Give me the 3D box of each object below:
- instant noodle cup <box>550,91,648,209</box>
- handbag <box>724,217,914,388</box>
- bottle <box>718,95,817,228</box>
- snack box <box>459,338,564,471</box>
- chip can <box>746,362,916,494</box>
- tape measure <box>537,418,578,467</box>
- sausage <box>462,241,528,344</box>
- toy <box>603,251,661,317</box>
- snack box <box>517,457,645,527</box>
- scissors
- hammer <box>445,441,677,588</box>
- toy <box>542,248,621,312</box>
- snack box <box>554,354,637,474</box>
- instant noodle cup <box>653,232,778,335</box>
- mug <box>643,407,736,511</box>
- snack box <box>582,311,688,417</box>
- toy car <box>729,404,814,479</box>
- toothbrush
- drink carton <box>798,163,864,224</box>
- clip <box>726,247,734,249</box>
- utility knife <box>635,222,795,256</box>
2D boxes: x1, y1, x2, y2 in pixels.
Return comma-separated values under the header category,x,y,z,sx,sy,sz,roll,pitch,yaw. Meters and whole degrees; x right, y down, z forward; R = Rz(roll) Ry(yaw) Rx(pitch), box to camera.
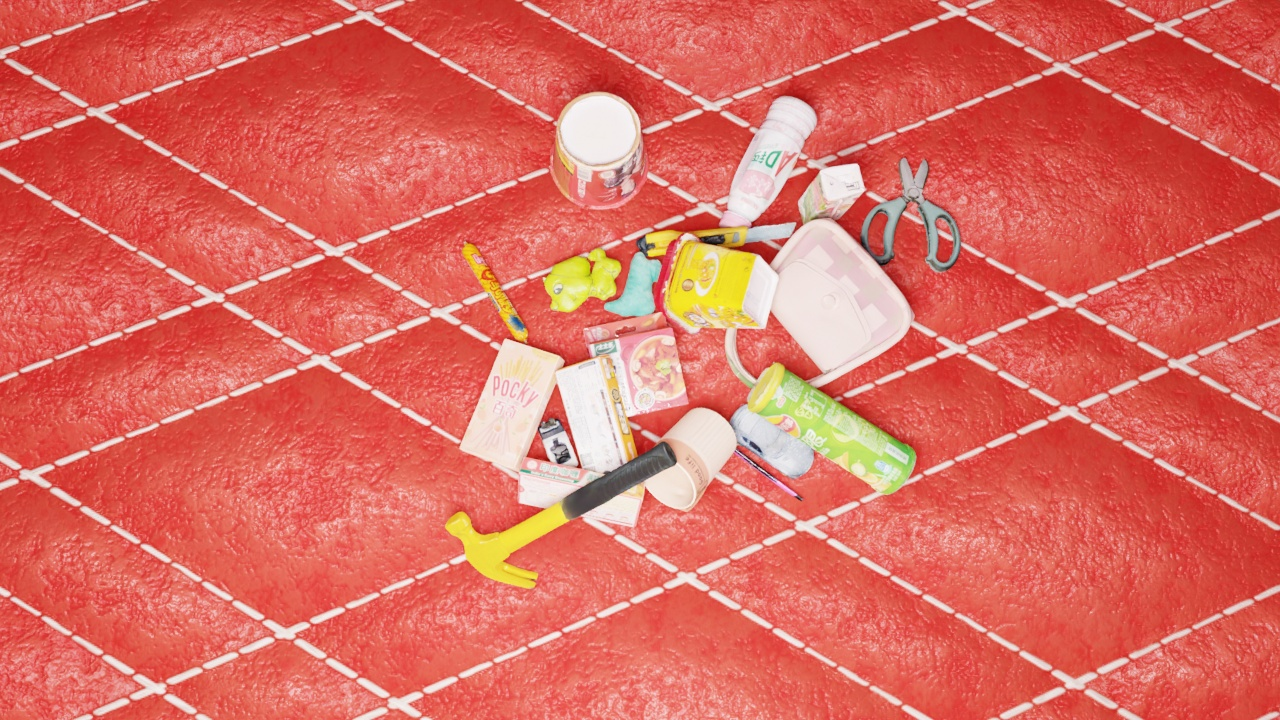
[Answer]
category,x,y,z,sx,sy,sz,roll,pitch,yaw
instant noodle cup,-0.053,-0.282,1.219,0.138,0.109,0.137,0,80,-2
handbag,0.218,-0.053,1.208,0.234,0.093,0.193,-40,83,3
bottle,0.168,-0.260,1.245,0.068,0.068,0.197,29,84,4
snack box,-0.165,0.057,1.185,0.084,0.026,0.157,17,79,19
chip can,0.244,0.088,1.162,0.221,0.073,0.072,32,80,-5
tape measure,-0.106,0.110,1.168,0.033,0.066,0.066,-23,79,-6
sausage,-0.194,-0.091,1.225,0.021,0.021,0.165,-32,82,-7
toy,0.006,-0.099,1.228,0.096,0.030,0.092,12,83,-2
snack box,-0.075,0.167,1.152,0.156,0.077,0.027,12,52,0
scissors,0.358,-0.197,1.261,0.171,0.019,0.177,-14,82,-3
hammer,-0.088,0.180,1.109,0.301,0.032,0.129,-31,107,18
toy,-0.079,-0.108,1.224,0.100,0.031,0.096,10,75,9
snack box,-0.054,0.075,1.155,0.075,0.026,0.153,-17,87,33
instant noodle cup,0.099,-0.093,1.169,0.124,0.116,0.116,10,77,34
mug,0.063,0.132,1.152,0.082,0.115,0.105,15,41,32
snack box,-0.007,0.007,1.192,0.113,0.044,0.127,-13,89,-3
toy car,0.170,0.105,1.193,0.120,0.037,0.054,35,80,1
toothbrush,0.136,0.125,1.199,0.189,0.014,0.017,36,71,4
drink carton,0.250,-0.214,1.209,0.053,0.122,0.045,-13,82,-6
clip,0.133,-0.135,1.246,0.057,0.014,0.047,36,79,4
utility knife,0.098,-0.163,1.217,0.216,0.015,0.033,-5,112,14
